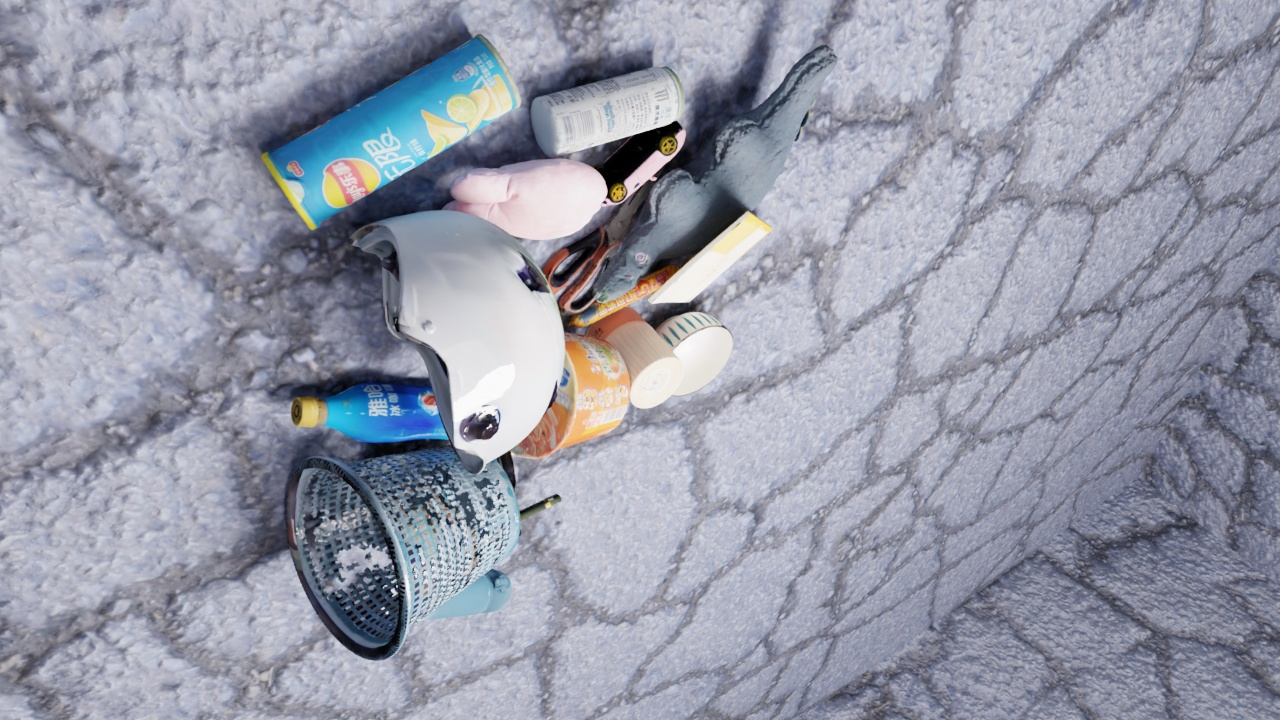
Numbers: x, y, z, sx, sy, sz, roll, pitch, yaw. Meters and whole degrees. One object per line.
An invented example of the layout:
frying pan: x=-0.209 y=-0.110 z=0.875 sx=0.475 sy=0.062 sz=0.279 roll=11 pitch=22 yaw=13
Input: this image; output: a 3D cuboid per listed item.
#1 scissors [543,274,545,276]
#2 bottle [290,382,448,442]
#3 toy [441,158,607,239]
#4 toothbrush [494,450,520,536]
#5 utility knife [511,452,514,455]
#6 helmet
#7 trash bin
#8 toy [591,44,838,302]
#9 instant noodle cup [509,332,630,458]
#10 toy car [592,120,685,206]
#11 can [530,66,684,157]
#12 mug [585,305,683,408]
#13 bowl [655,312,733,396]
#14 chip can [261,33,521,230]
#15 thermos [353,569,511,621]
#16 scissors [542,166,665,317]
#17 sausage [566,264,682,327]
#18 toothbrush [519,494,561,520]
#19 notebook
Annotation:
scissors: x=-0.164 y=-0.080 z=0.976 sx=0.135 sy=0.017 sz=0.133 roll=-26 pitch=148 yaw=-13
bottle: x=-0.264 y=0.056 z=0.988 sx=0.218 sy=0.065 sz=0.065 roll=4 pitch=124 yaw=-43
toy: x=-0.114 y=-0.157 z=0.897 sx=0.159 sy=0.054 sz=0.122 roll=-2 pitch=157 yaw=-29
toothbrush: x=-0.172 y=0.148 z=1.167 sx=0.027 sy=0.026 sz=0.213 roll=2 pitch=127 yaw=7
utility knife: x=-0.179 y=0.119 z=1.167 sx=0.162 sy=0.018 sz=0.031 roll=-29 pitch=138 yaw=-19
helmet: x=-0.152 y=-0.029 z=0.865 sx=0.145 sy=0.229 sz=0.259 roll=-26 pitch=126 yaw=-15
trash bin: x=-0.254 y=0.190 z=1.032 sx=0.194 sy=0.226 sz=0.227 roll=-19 pitch=139 yaw=-47
toy: x=0.081 y=-0.191 z=1.009 sx=0.356 sy=0.091 sz=0.137 roll=-45 pitch=169 yaw=7
instant noodle cup: x=-0.092 y=0.033 z=1.060 sx=0.111 sy=0.151 sz=0.152 roll=-4 pitch=130 yaw=-50
toy car: x=-0.004 y=-0.207 z=0.962 sx=0.122 sy=0.056 sz=0.037 roll=-42 pitch=137 yaw=2
can: x=-0.032 y=-0.244 z=0.896 sx=0.146 sy=0.058 sz=0.058 roll=-22 pitch=139 yaw=-24
mug: x=-0.007 y=0.007 z=1.132 sx=0.081 sy=0.106 sz=0.115 roll=-27 pitch=141 yaw=-19
bowl: x=0.057 y=-0.017 z=1.199 sx=0.116 sy=0.066 sz=0.117 roll=-24 pitch=141 yaw=-21
chip can: x=-0.208 y=-0.195 z=0.777 sx=0.210 sy=0.071 sz=0.071 roll=-34 pitch=143 yaw=-10
thermos: x=-0.274 y=0.317 z=1.243 sx=0.220 sy=0.070 sz=0.070 roll=8 pitch=121 yaw=-46
scissors: x=-0.044 y=-0.143 z=1.024 sx=0.193 sy=0.015 sz=0.207 roll=-21 pitch=139 yaw=-25
sausage: x=-0.017 y=-0.078 z=1.108 sx=0.165 sy=0.021 sz=0.021 roll=-29 pitch=142 yaw=-17
toothbrush: x=-0.192 y=0.231 z=1.274 sx=0.185 sy=0.012 sz=0.017 roll=-24 pitch=146 yaw=-22
notebook: x=0.086 y=-0.116 z=1.075 sx=0.146 sy=0.010 sz=0.206 roll=-41 pitch=173 yaw=13
